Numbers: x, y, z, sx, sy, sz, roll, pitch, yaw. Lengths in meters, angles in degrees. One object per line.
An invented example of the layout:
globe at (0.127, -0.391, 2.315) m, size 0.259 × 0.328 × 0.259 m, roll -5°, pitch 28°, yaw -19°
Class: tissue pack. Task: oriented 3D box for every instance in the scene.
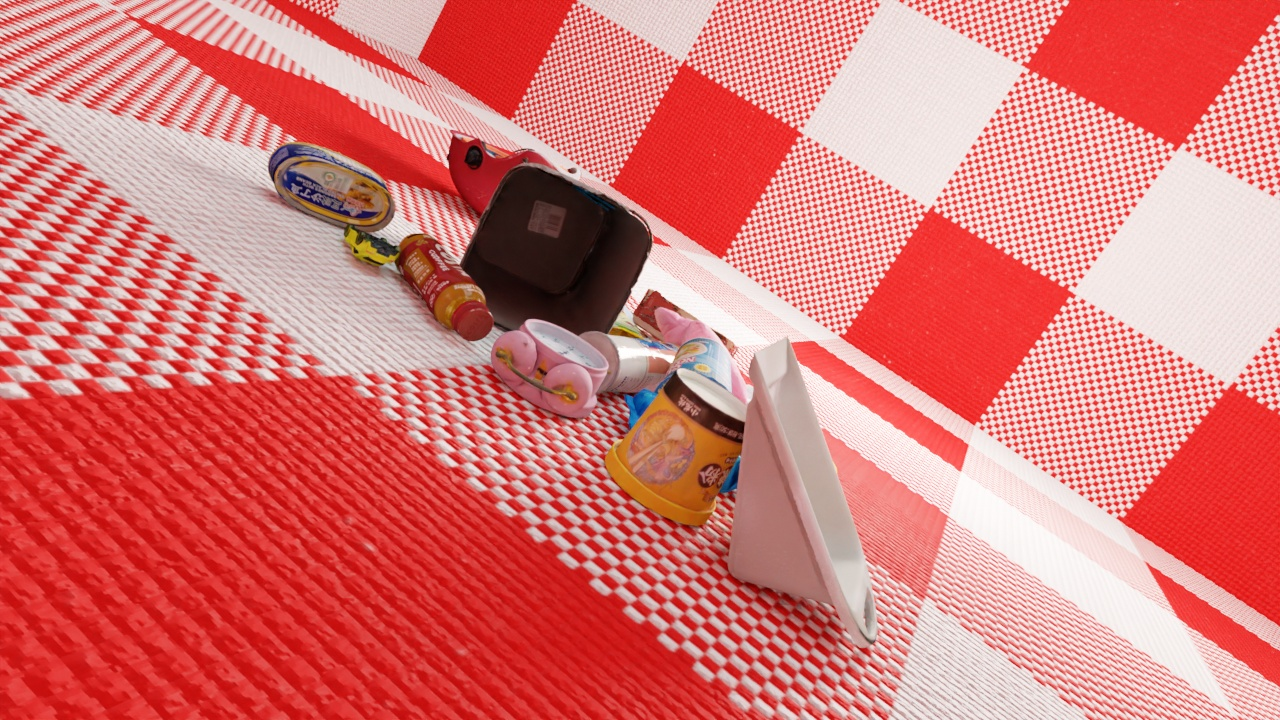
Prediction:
tissue pack at (0.054, 0.088, 1.010) m, size 0.157 × 0.052 × 0.095 m, roll 28°, pitch 14°, yaw -16°

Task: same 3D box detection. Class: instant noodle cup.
instant noodle cup at (0.044, 0.079, 0.889) m, size 0.118 × 0.114 × 0.118 m, roll 30°, pitch 13°, yaw -8°
instant noodle cup at (0.069, 0.029, 1.099) m, size 0.099 × 0.099 × 0.109 m, roll 30°, pitch 31°, yaw -8°

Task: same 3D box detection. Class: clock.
clock at (-0.094, 0.009, 0.953) m, size 0.117 × 0.060 × 0.158 m, roll 32°, pitch 15°, yaw 5°

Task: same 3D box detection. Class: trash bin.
trash bin at (-0.117, -0.147, 1.164) m, size 0.199 × 0.199 × 0.219 m, roll 25°, pitch 14°, yaw -17°

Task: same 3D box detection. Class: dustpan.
dustpan at (0.170, 0.122, 0.854) m, size 0.143 × 0.258 × 0.222 m, roll 11°, pitch 8°, yaw 15°

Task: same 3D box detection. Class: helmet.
helmet at (-0.236, -0.306, 1.602) m, size 0.240 × 0.144 × 0.206 m, roll 21°, pitch 10°, yaw 17°

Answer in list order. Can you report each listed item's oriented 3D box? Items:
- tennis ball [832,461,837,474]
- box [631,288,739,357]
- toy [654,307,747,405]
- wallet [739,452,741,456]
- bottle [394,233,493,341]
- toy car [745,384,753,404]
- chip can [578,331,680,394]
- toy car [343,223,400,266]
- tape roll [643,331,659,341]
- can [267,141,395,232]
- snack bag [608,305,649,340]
tennis ball at (0.210, 0.142, 1.132) m, size 0.065 × 0.065 × 0.065 m, roll 30°, pitch 14°, yaw -8°
box at (0.073, -0.049, 1.453) m, size 0.168 × 0.077 × 0.091 m, roll 34°, pitch 0°, yaw 12°
toy at (0.090, 0.005, 1.269) m, size 0.178 × 0.074 × 0.195 m, roll 41°, pitch -16°, yaw 39°
wallet at (0.121, 0.106, 1.143) m, size 0.115 × 0.033 × 0.090 m, roll 30°, pitch 16°, yaw -11°
bottle at (-0.215, -0.080, 1.008) m, size 0.057 × 0.057 × 0.175 m, roll 18°, pitch 19°, yaw -45°
toy car at (0.156, 0.057, 1.391) m, size 0.043 × 0.034 × 0.090 m, roll 41°, pitch 17°, yaw 20°
chip can at (-0.007, 0.007, 1.130) m, size 0.071 × 0.071 × 0.214 m, roll 38°, pitch 14°, yaw 23°
toy car at (-0.307, -0.128, 1.039) m, size 0.048 × 0.032 × 0.105 m, roll 22°, pitch 5°, yaw -33°
tape roll at (0.011, -0.024, 1.398) m, size 0.086 × 0.014 × 0.085 m, roll 29°, pitch 14°, yaw -8°
can at (-0.364, -0.204, 1.090) m, size 0.148 × 0.075 × 0.049 m, roll 21°, pitch 20°, yaw -39°
snack bag at (-0.050, -0.065, 1.301) m, size 0.110 × 0.039 × 0.191 m, roll 11°, pitch 22°, yaw -22°
